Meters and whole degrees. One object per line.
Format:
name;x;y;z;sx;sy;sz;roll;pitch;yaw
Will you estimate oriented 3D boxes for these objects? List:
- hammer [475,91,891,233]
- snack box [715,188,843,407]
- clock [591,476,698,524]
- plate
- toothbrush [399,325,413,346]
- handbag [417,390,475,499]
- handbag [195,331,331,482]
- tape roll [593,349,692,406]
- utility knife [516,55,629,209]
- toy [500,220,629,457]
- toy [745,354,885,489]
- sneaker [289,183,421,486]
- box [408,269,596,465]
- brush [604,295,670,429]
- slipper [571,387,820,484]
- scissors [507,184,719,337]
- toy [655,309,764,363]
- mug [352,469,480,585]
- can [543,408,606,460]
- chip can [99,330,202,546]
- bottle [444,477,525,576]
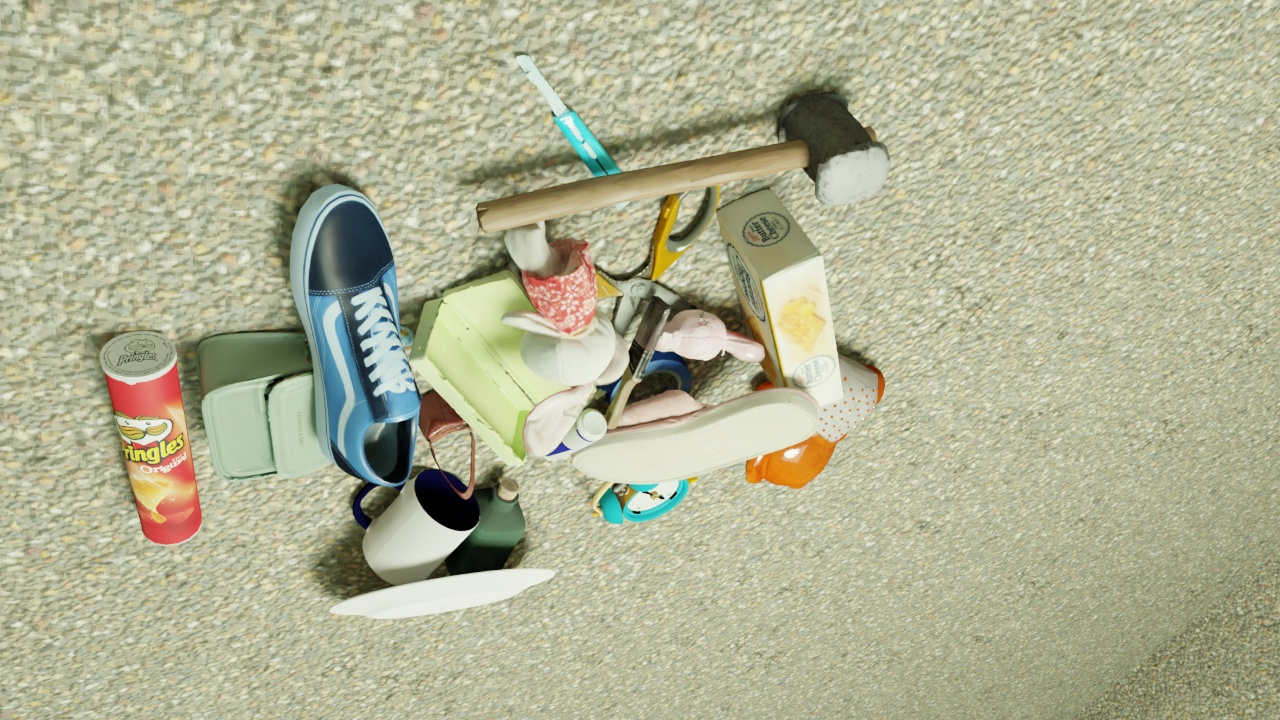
hammer;0.033;-0.145;0.723;0.328;0.098;0.052;-13;138;-10
snack box;0.134;-0.048;0.861;0.057;0.104;0.208;-25;139;-1
clock;0.003;0.150;1.057;0.129;0.043;0.099;12;128;-44
plate;-0.213;0.260;1.005;0.242;0.016;0.243;-10;162;-3
toothbrush;-0.235;0.030;0.831;0.022;0.016;0.155;26;124;-5
handbag;-0.171;0.076;0.831;0.055;0.119;0.029;-22;139;-4
handbag;-0.309;0.040;0.766;0.106;0.067;0.122;-7;136;-22
tape roll;0.009;0.028;0.947;0.091;0.016;0.093;-36;138;13
utility knife;-0.051;-0.174;0.709;0.022;0.015;0.162;-35;136;9
toy;-0.065;-0.027;0.764;0.158;0.084;0.194;-53;142;-37
toy;0.188;0.067;1.030;0.163;0.093;0.173;17;112;-41
sneaker;-0.200;-0.010;0.703;0.083;0.098;0.242;-29;131;-47
box;-0.128;0.006;0.834;0.127;0.066;0.188;-44;141;-8
brush;-0.005;0.005;0.866;0.012;0.039;0.151;10;120;-21
slipper;0.050;0.069;0.923;0.275;0.054;0.114;-16;142;29
scissors;-0.014;-0.080;0.823;0.229;0.016;0.226;1;135;-29
toy;0.064;-0.022;0.877;0.110;0.063;0.047;12;92;-21
mug;-0.236;0.162;0.932;0.112;0.078;0.097;37;114;-16
can;-0.068;0.075;0.916;0.032;0.032;0.095;6;159;-31
chip can;-0.403;0.072;0.765;0.051;0.051;0.215;-5;136;-22
bottle;-0.163;0.176;0.985;0.061;0.061;0.132;5;131;-34
